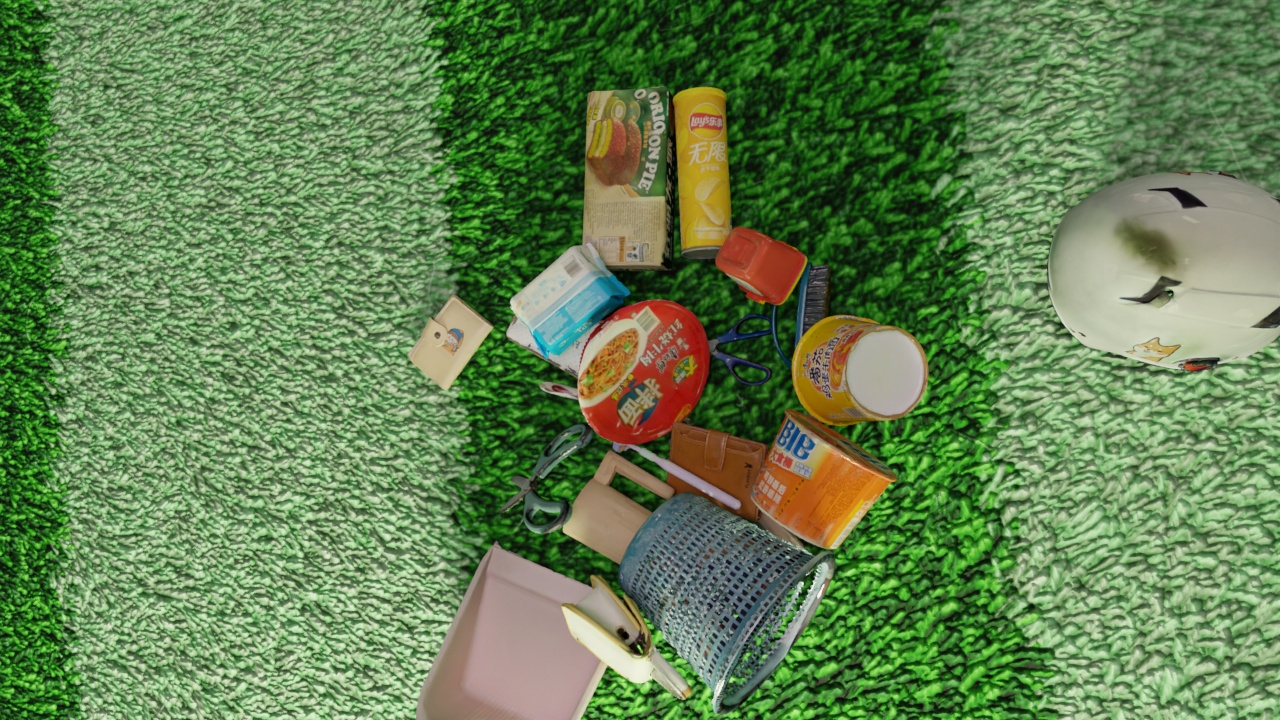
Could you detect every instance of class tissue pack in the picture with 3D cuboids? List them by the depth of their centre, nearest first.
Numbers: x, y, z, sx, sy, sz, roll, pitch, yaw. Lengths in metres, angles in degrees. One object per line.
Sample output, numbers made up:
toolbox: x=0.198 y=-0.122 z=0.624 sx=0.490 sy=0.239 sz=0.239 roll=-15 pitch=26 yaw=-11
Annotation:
tissue pack: x=-0.093 y=-0.076 z=1.182 sx=0.140 sy=0.063 sz=0.090 roll=-40 pitch=78 yaw=9

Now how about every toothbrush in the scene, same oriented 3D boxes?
toothbrush: x=0.045 y=0.144 z=1.171 sx=0.189 sy=0.029 sz=0.021 roll=25 pitch=77 yaw=24
toothbrush: x=-0.052 y=0.055 z=1.243 sx=0.188 sy=0.017 sz=0.016 roll=14 pitch=90 yaw=15

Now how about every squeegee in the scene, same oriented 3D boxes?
squeegee: x=0.200 y=0.096 z=1.161 sx=0.247 sy=0.040 sz=0.250 roll=42 pitch=96 yaw=15

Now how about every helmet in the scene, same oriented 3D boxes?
helmet: x=0.601 y=-0.107 z=1.005 sx=0.274 sy=0.156 sz=0.230 roll=9 pitch=89 yaw=16

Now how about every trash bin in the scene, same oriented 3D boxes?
trash bin: x=0.090 y=0.269 z=1.103 sx=0.195 sy=0.226 sz=0.226 roll=35 pitch=95 yaw=28

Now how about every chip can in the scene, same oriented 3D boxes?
chip can: x=0.082 y=-0.243 z=1.201 sx=0.072 sy=0.072 sz=0.213 roll=-3 pitch=85 yaw=15

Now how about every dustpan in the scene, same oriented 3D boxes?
dustpan: x=-0.162 y=0.404 z=1.185 sx=0.223 sy=0.138 sz=0.273 roll=17 pitch=90 yaw=15

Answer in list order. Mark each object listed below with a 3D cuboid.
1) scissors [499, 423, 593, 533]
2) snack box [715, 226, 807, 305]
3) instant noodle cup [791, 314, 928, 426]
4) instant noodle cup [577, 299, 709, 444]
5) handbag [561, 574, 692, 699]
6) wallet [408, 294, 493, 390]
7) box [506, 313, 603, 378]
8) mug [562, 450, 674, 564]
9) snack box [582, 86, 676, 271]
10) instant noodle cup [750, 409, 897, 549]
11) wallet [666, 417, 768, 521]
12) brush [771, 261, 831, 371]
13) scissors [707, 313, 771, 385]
scissors: x=-0.117 y=0.164 z=1.203 sx=0.170 sy=0.019 sz=0.179 roll=-41 pitch=33 yaw=7
snack box: x=0.147 y=-0.120 z=1.147 sx=0.091 sy=0.080 sz=0.082 roll=32 pitch=95 yaw=54
instant noodle cup: x=0.264 y=0.013 z=1.085 sx=0.138 sy=0.110 sz=0.138 roll=0 pitch=91 yaw=-15
instant noodle cup: x=-0.007 y=0.007 z=1.167 sx=0.066 sy=0.193 sz=0.194 roll=33 pitch=96 yaw=52
handbag: x=-0.007 y=0.345 z=1.110 sx=0.179 sy=0.164 sz=0.063 roll=35 pitch=67 yaw=19
wallet: x=-0.274 y=-0.028 z=1.308 sx=0.087 sy=0.024 sz=0.115 roll=38 pitch=97 yaw=16
box: x=-0.097 y=-0.031 z=1.243 sx=0.184 sy=0.059 sz=0.090 roll=31 pitch=93 yaw=17
mug: x=-0.026 y=0.196 z=1.194 sx=0.103 sy=0.084 sz=0.124 roll=29 pitch=88 yaw=14
snack box: x=-0.014 y=-0.240 z=1.232 sx=0.114 sy=0.063 sz=0.240 roll=0 pitch=86 yaw=15
instant noodle cup: x=0.207 y=0.142 z=1.076 sx=0.151 sy=0.151 sz=0.111 roll=32 pitch=99 yaw=15
wallet: x=0.098 y=0.134 z=1.169 sx=0.131 sy=0.035 sz=0.119 roll=12 pitch=110 yaw=27
brush: x=0.203 y=-0.054 z=1.162 sx=0.073 sy=0.055 sz=0.144 roll=6 pitch=88 yaw=14
scissors: x=0.103 y=-0.023 z=1.211 sx=0.165 sy=0.012 sz=0.157 roll=42 pitch=99 yaw=15
